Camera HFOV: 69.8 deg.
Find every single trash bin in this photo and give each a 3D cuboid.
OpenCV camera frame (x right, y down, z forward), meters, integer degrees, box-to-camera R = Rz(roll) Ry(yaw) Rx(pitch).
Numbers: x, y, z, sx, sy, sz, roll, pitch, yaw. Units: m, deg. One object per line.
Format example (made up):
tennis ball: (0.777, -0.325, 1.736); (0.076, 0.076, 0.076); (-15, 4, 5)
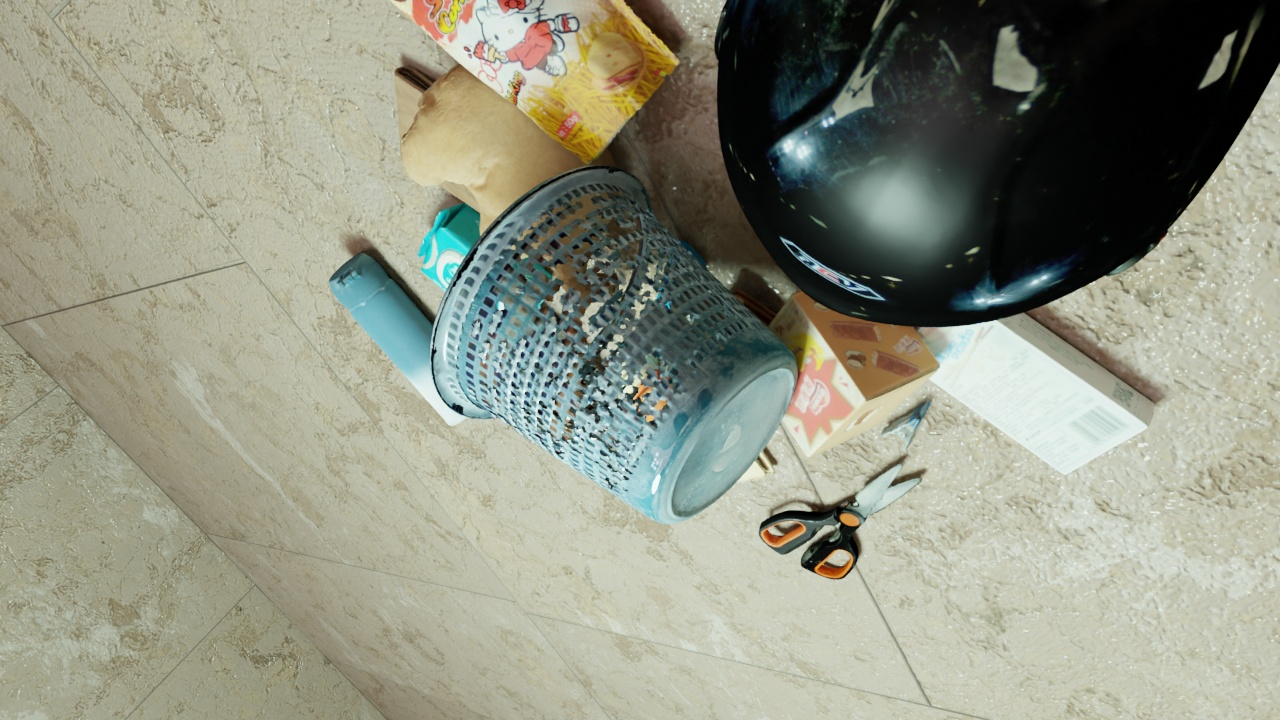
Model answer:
trash bin: (-0.004, 0.004, 0.668); (0.195, 0.226, 0.227); (38, 147, 25)

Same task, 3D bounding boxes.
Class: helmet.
helmet: (0.151, -0.138, 0.420); (0.233, 0.229, 0.275); (32, 106, 9)

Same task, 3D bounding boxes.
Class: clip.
clip: (0.218, 0.052, 0.748); (0.026, 0.024, 0.056); (35, 151, 11)

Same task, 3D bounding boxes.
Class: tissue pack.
tissue pack: (-0.155, -0.086, 0.899); (0.133, 0.050, 0.093); (41, 146, -3)

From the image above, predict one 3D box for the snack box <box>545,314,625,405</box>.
snack box: (-0.088, 0.020, 0.964); (0.125, 0.053, 0.113); (49, 144, -6)

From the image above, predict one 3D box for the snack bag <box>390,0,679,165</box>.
snack bag: (-0.082, -0.238, 0.630); (0.208, 0.073, 0.129); (41, 126, -13)

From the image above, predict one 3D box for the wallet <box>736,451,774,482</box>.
wallet: (0.073, 0.074, 0.899); (0.087, 0.024, 0.115); (-18, 114, 47)

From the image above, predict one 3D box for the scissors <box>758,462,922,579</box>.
scissors: (0.208, 0.158, 0.880); (0.161, 0.021, 0.235); (46, 141, -21)

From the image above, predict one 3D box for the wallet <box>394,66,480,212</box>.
wallet: (-0.172, -0.192, 0.814); (0.115, 0.020, 0.101); (36, 146, 16)

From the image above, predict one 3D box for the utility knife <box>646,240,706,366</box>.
utility knife: (0.022, -0.032, 0.831); (0.034, 0.018, 0.204); (35, 145, 11)

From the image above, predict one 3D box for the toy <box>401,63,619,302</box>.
toy: (-0.082, -0.138, 0.737); (0.144, 0.082, 0.226); (-35, 109, 30)

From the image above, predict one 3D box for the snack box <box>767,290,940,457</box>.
snack box: (0.146, 0.002, 0.680); (0.094, 0.076, 0.093); (59, 149, 19)

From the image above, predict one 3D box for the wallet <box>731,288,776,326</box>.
wallet: (0.092, 0.003, 0.797); (0.108, 0.031, 0.132); (36, 145, -3)

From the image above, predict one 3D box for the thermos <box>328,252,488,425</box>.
thermos: (-0.266, -0.025, 1.056); (0.070, 0.070, 0.220); (-17, 117, 50)

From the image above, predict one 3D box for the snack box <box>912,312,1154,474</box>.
snack box: (0.269, 0.013, 0.654); (0.157, 0.026, 0.085); (36, 145, 3)

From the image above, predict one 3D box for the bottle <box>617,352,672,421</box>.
bottle: (0.030, 0.048, 0.849); (0.149, 0.066, 0.067); (47, 145, 7)
